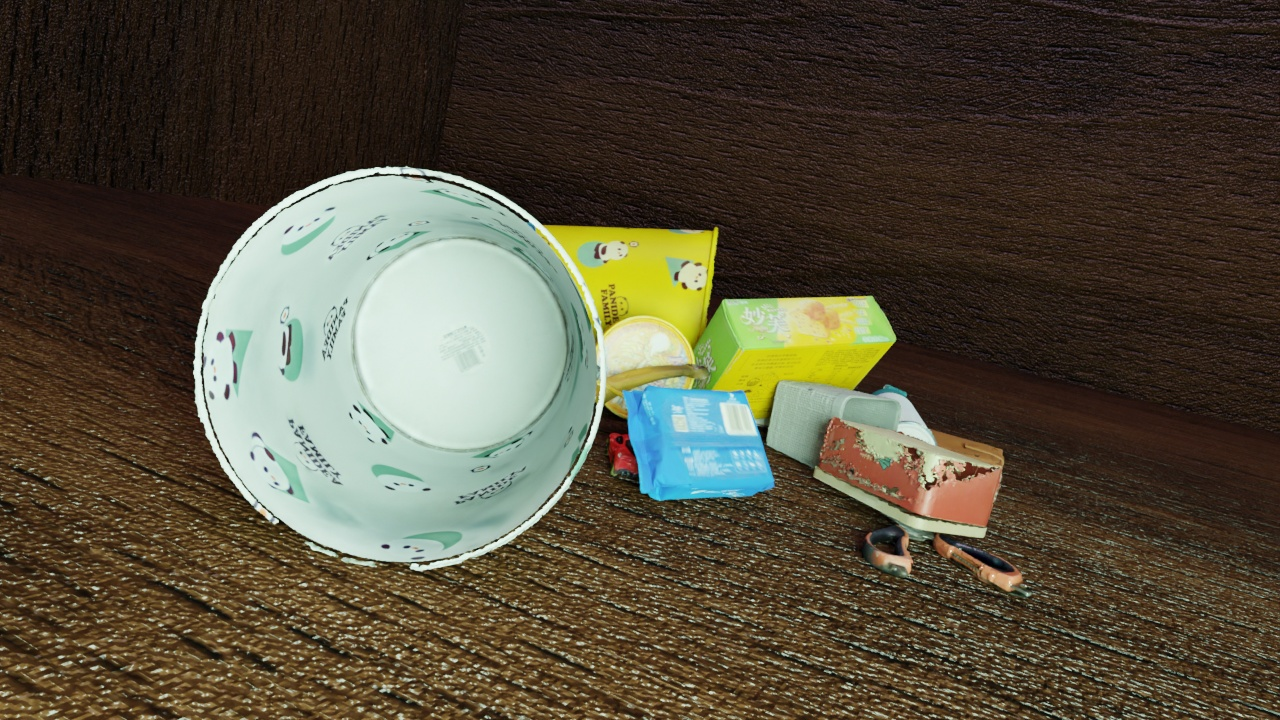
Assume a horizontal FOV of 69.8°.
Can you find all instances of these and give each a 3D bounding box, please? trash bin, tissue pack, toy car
[{"bbox_3d":[-0.142,-0.004,0.639,0.229,0.229,0.252,11,4,-4],"label":"trash bin"},{"bbox_3d":[0.048,0.072,0.788,0.157,0.095,0.052,5,-28,-41],"label":"tissue pack"},{"bbox_3d":[-0.005,0.084,0.838,0.049,0.031,0.106,12,7,-7],"label":"toy car"},{"bbox_3d":[-0.034,-0.077,1.234,0.255,0.230,0.229,7,9,5],"label":"trash bin"}]

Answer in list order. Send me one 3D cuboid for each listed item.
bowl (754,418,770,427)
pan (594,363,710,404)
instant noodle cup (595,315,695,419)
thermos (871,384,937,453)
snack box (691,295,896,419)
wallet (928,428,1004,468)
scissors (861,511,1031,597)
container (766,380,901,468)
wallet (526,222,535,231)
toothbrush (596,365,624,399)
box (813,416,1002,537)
[{"bbox_3d":[0.153,0.044,1.189,0.113,0.062,0.113,10,8,-2],"label":"bowl"},{"bbox_3d":[-0.077,0.031,0.915,0.356,0.078,0.198,5,12,-36],"label":"pan"},{"bbox_3d":[-0.006,0.006,1.068,0.118,0.118,0.114,10,2,-11],"label":"instant noodle cup"},{"bbox_3d":[0.309,0.084,1.118,0.073,0.073,0.224,13,11,7],"label":"thermos"},{"bbox_3d":[0.166,-0.001,1.069,0.209,0.158,0.070,-3,56,-24],"label":"snack box"},{"bbox_3d":[0.402,0.118,1.160,0.108,0.031,0.131,14,10,21],"label":"wallet"},{"bbox_3d":[0.239,0.153,0.784,0.188,0.015,0.227,6,10,-34],"label":"scissors"},{"bbox_3d":[0.207,0.072,1.009,0.090,0.090,0.114,6,7,-34],"label":"container"},{"bbox_3d":[-0.188,-0.119,1.134,0.133,0.106,0.040,5,15,25],"label":"wallet"},{"bbox_3d":[0.023,0.049,0.858,0.191,0.018,0.016,28,34,9],"label":"toothbrush"},{"bbox_3d":[0.241,0.096,0.845,0.091,0.080,0.168,12,4,-23],"label":"box"}]
